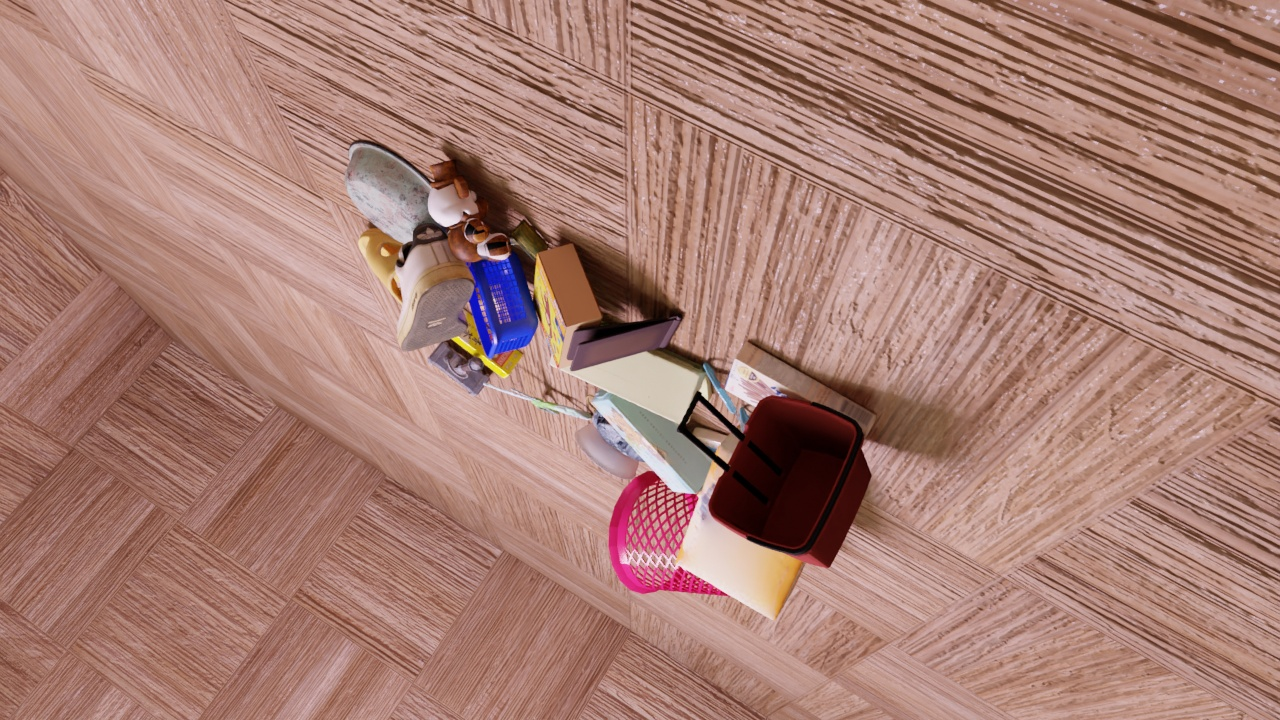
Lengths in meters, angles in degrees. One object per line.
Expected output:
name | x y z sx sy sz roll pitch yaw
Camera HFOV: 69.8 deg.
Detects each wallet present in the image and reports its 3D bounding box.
wallet | -0.018 -0.021 0.983 0.092 0.115 0.018 116 139 -68

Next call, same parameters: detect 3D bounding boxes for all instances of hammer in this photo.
hammer | -0.261 0.010 1.370 0.098 0.044 0.322 39 169 -11

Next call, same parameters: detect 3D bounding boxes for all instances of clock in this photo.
clock | -0.024 0.089 1.266 0.129 0.052 0.090 33 158 2

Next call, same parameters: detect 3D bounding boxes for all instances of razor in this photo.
razor | -0.146 -0.134 1.022 0.042 0.026 0.106 45 160 -30

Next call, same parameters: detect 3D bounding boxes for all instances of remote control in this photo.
remote control | 0.119 0.111 1.158 0.126 0.018 0.038 14 151 37

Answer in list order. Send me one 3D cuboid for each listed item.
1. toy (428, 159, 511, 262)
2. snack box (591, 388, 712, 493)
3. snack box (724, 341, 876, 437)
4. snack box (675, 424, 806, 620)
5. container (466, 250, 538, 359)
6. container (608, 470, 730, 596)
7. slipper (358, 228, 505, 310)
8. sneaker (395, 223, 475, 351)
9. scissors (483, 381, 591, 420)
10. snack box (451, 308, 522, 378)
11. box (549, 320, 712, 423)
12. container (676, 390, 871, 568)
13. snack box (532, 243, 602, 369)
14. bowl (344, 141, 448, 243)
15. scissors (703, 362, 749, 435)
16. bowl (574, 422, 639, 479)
toy | -0.187 -0.156 0.971 0.087 0.067 0.113 17 125 60
snack box | 0.018 0.096 1.186 0.174 0.053 0.075 49 162 -11
snack box | 0.161 0.042 0.943 0.150 0.026 0.082 31 159 9
snack box | 0.136 0.199 1.105 0.145 0.080 0.196 27 122 18
container | -0.162 -0.068 1.072 0.096 0.058 0.114 133 120 -68
container | 0.098 0.257 1.304 0.226 0.182 0.183 0 141 43
slipper | -0.286 -0.102 1.209 0.264 0.078 0.099 16 153 34
sneaker | -0.256 -0.085 1.090 0.102 0.088 0.242 65 156 9
scissors | -0.151 0.062 1.390 0.169 0.023 0.171 19 174 21
snack box | -0.242 -0.035 1.334 0.148 0.040 0.029 38 159 -10
box | -0.010 0.002 1.071 0.188 0.089 0.078 26 126 23
container | 0.135 0.106 0.877 0.127 0.148 0.201 18 163 36
snack box | -0.082 -0.056 1.003 0.126 0.040 0.088 113 137 -68
bowl | -0.293 -0.188 1.092 0.157 0.038 0.158 29 158 13
scissors | 0.110 0.065 1.009 0.125 0.015 0.136 38 -154 -60
bowl | -0.039 0.122 1.340 0.110 0.041 0.109 34 -164 -11
